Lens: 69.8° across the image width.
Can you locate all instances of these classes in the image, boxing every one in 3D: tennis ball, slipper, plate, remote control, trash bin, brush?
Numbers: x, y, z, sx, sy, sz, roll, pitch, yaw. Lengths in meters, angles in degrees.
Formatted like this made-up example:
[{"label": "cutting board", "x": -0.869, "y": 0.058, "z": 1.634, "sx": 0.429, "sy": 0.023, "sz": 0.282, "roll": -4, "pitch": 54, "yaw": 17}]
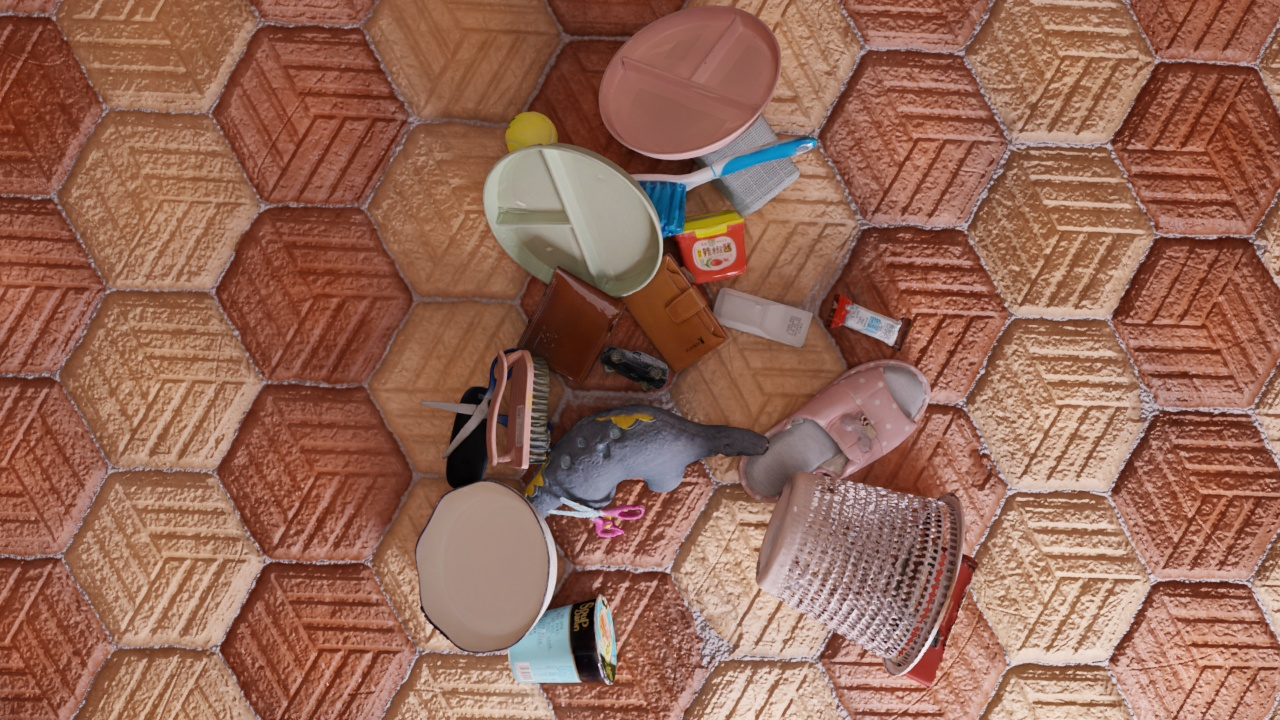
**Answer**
[{"label": "tennis ball", "x": -0.136, "y": -0.278, "z": 1.149, "sx": 0.065, "sy": 0.065, "sz": 0.065, "roll": 0, "pitch": 91, "yaw": -2}, {"label": "slipper", "x": 0.249, "y": 0.091, "z": 1.173, "sx": 0.274, "sy": 0.054, "sz": 0.114, "roll": -31, "pitch": 92, "yaw": 1}, {"label": "plate", "x": 0.060, "y": -0.338, "z": 1.121, "sx": 0.230, "sy": 0.028, "sz": 0.229, "roll": -8, "pitch": 63, "yaw": 16}, {"label": "plate", "x": -0.187, "y": 0.251, "z": 1.129, "sx": 0.205, "sy": 0.045, "sz": 0.204, "roll": -4, "pitch": 82, "yaw": 29}, {"label": "remote control", "x": -0.216, "y": 0.101, "z": 1.174, "sx": 0.053, "sy": 0.024, "sz": 0.136, "roll": 12, "pitch": 91, "yaw": -4}, {"label": "trash bin", "x": 0.251, "y": 0.234, "z": 1.101, "sx": 0.192, "sy": 0.227, "sz": 0.227, "roll": 20, "pitch": 90, "yaw": 5}, {"label": "brush", "x": -0.151, "y": 0.059, "z": 1.132, "sx": 0.073, "sy": 0.063, "sz": 0.145, "roll": 4, "pitch": 86, "yaw": -26}, {"label": "brush", "x": 0.054, "y": -0.203, "z": 1.098, "sx": 0.315, "sy": 0.060, "sz": 0.109, "roll": 1, "pitch": 71, "yaw": 30}, {"label": "plate", "x": -0.079, "y": -0.165, "z": 1.096, "sx": 0.230, "sy": 0.231, "sz": 0.027, "roll": 25, "pitch": 53, "yaw": -2}, {"label": "remote control", "x": 0.156, "y": -0.056, "z": 1.184, "sx": 0.125, "sy": 0.024, "sz": 0.049, "roll": 16, "pitch": 91, "yaw": -3}]

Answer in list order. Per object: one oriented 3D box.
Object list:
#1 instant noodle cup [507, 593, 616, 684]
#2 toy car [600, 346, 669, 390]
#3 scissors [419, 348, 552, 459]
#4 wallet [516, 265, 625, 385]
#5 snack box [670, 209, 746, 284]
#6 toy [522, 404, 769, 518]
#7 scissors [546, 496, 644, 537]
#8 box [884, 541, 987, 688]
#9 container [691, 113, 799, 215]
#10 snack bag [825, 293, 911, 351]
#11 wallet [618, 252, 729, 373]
[{"label": "instant noodle cup", "x": -0.100, "y": 0.355, "z": 1.150, "sx": 0.120, "sy": 0.111, "sz": 0.111, "roll": -9, "pitch": 91, "yaw": 7}, {"label": "toy car", "x": -0.007, "y": 0.007, "z": 1.172, "sx": 0.090, "sy": 0.043, "sz": 0.034, "roll": 22, "pitch": 63, "yaw": -5}, {"label": "scissors", "x": -0.189, "y": 0.058, "z": 1.162, "sx": 0.175, "sy": 0.012, "sz": 0.162, "roll": 20, "pitch": 79, "yaw": -16}, {"label": "wallet", "x": -0.089, "y": -0.044, "z": 1.157, "sx": 0.101, "sy": 0.032, "sz": 0.125, "roll": 29, "pitch": 109, "yaw": -2}, {"label": "snack box", "x": 0.088, "y": -0.142, "z": 1.156, "sx": 0.091, "sy": 0.082, "sz": 0.080, "roll": -12, "pitch": 105, "yaw": -1}, {"label": "toy", "x": -0.020, "y": 0.122, "z": 1.148, "sx": 0.356, "sy": 0.091, "sz": 0.138, "roll": -18, "pitch": 110, "yaw": 4}, {"label": "scissors", "x": -0.051, "y": 0.187, "z": 1.137, "sx": 0.094, "sy": 0.137, "sz": 0.017, "roll": -31, "pitch": 48, "yaw": 21}, {"label": "box", "x": 0.375, "y": 0.322, "z": 1.159, "sx": 0.077, "sy": 0.091, "sz": 0.168, "roll": 21, "pitch": 91, "yaw": 20}, {"label": "container", "x": 0.132, "y": -0.249, "z": 1.148, "sx": 0.090, "sy": 0.090, "sz": 0.111, "roll": -39, "pitch": 95, "yaw": -1}, {"label": "snack bag", "x": 0.294, "y": -0.049, "z": 1.187, "sx": 0.104, "sy": 0.026, "sz": 0.048, "roll": 17, "pitch": 97, "yaw": -3}, {"label": "wallet", "x": 0.041, "y": -0.058, "z": 1.151, "sx": 0.108, "sy": 0.031, "sz": 0.132, "roll": -33, "pitch": 94, "yaw": 42}]
